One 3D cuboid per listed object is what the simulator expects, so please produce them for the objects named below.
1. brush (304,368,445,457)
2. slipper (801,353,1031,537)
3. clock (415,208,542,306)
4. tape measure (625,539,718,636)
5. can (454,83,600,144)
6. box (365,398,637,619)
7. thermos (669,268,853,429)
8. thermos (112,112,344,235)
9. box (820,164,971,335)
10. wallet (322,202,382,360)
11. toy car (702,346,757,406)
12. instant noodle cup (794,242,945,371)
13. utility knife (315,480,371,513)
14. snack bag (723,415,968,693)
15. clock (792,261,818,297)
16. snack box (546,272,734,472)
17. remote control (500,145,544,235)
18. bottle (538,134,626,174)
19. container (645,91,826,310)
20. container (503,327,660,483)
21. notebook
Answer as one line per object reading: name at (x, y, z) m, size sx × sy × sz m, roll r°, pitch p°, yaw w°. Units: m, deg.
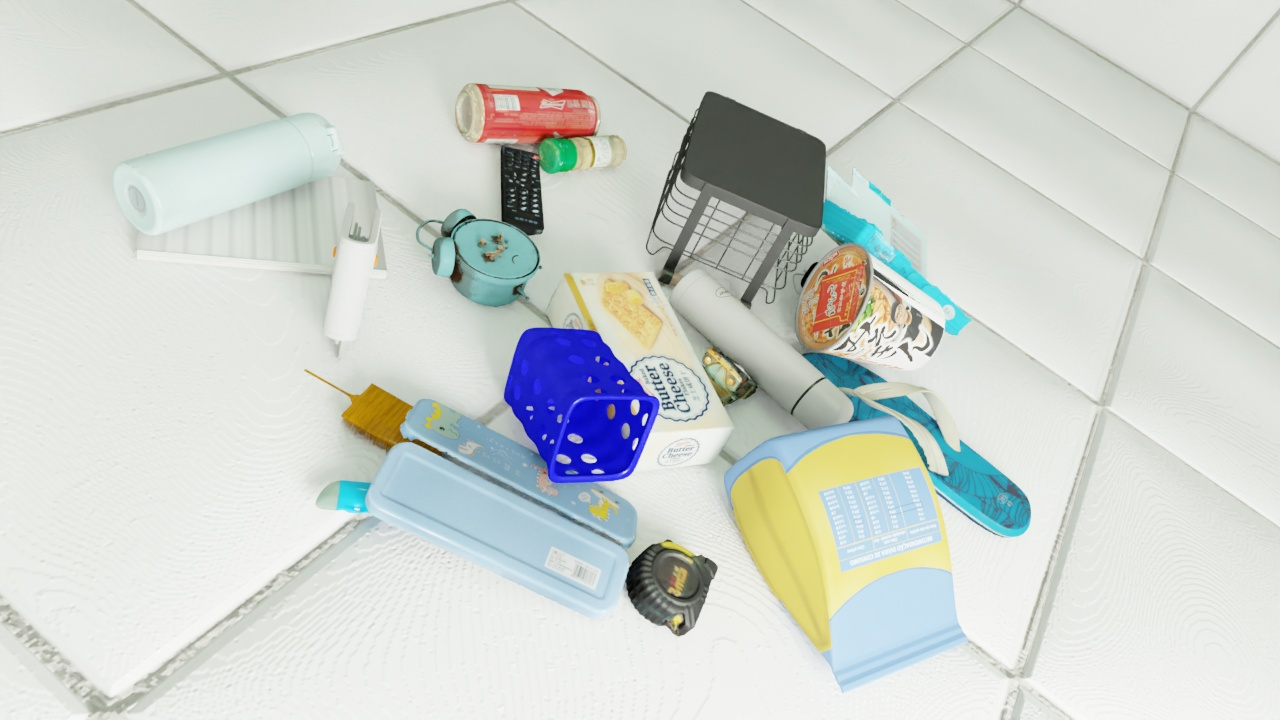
brush at (-0.216, 0.045, 0.747) m, size 0.126 × 0.017 × 0.048 m, roll 29°, pitch 41°, yaw 2°
slipper at (0.290, 0.070, 0.960) m, size 0.295 × 0.060 × 0.118 m, roll 37°, pitch 38°, yaw 11°
clock at (-0.160, -0.102, 0.900) m, size 0.124 × 0.053 × 0.089 m, roll 22°, pitch 41°, yaw -7°
tape measure at (0.020, 0.178, 0.725) m, size 0.062 × 0.038 × 0.067 m, roll 33°, pitch 44°, yaw -6°
can at (-0.133, -0.293, 1.096) m, size 0.169 × 0.067 × 0.067 m, roll -7°, pitch 52°, yaw -33°
box at (-0.099, 0.109, 0.717) m, size 0.209 × 0.034 × 0.127 m, roll 29°, pitch 40°, yaw -10°
thermos at (0.124, -0.007, 0.946) m, size 0.052 × 0.052 × 0.224 m, roll -25°, pitch 60°, yaw -42°
thermos at (-0.368, -0.177, 0.842) m, size 0.078 × 0.065 × 0.206 m, roll -1°, pitch 24°, yaw 37°
box at (0.293, -0.136, 1.103) m, size 0.227 × 0.072 × 0.181 m, roll 32°, pitch 32°, yaw -35°
wallet at (-0.250, -0.066, 0.790) m, size 0.037 × 0.115 × 0.118 m, roll 11°, pitch 22°, yaw -18°
toy car at (0.081, 0.022, 0.899) m, size 0.047 × 0.047 × 0.112 m, roll 43°, pitch 3°, yaw 17°
instant noodle cup at (0.254, -0.048, 0.996) m, size 0.121 × 0.124 × 0.123 m, roll 21°, pitch 41°, yaw -23°
utility knife at (-0.160, 0.113, 0.711) m, size 0.174 × 0.015 × 0.031 m, roll 10°, pitch 46°, yaw -21°
snack bag at (0.185, 0.162, 0.790) m, size 0.158 × 0.103 × 0.205 m, roll -7°, pitch 65°, yaw -33°
clock at (0.235, -0.073, 1.087) m, size 0.120 × 0.043 × 0.091 m, roll 13°, pitch 43°, yaw -16°
snack box at (-0.005, 0.005, 0.870) m, size 0.104 × 0.058 × 0.207 m, roll -2°, pitch 49°, yaw -30°
remote control at (-0.135, -0.189, 1.027) m, size 0.047 × 0.022 × 0.150 m, roll 10°, pitch 42°, yaw -18°
bottle at (-0.068, -0.250, 1.106) m, size 0.110 × 0.043 × 0.043 m, roll -15°, pitch 56°, yaw -38°
container at (0.111, -0.186, 1.069) m, size 0.163 × 0.131 × 0.240 m, roll 22°, pitch 41°, yaw -6°
container at (-0.054, 0.034, 0.773) m, size 0.084 × 0.085 × 0.113 m, roll 3°, pitch 30°, yaw -33°
notebook at (-0.352, -0.135, 0.865) m, size 0.209 × 0.009 × 0.142 m, roll 3°, pitch 46°, yaw -26°
